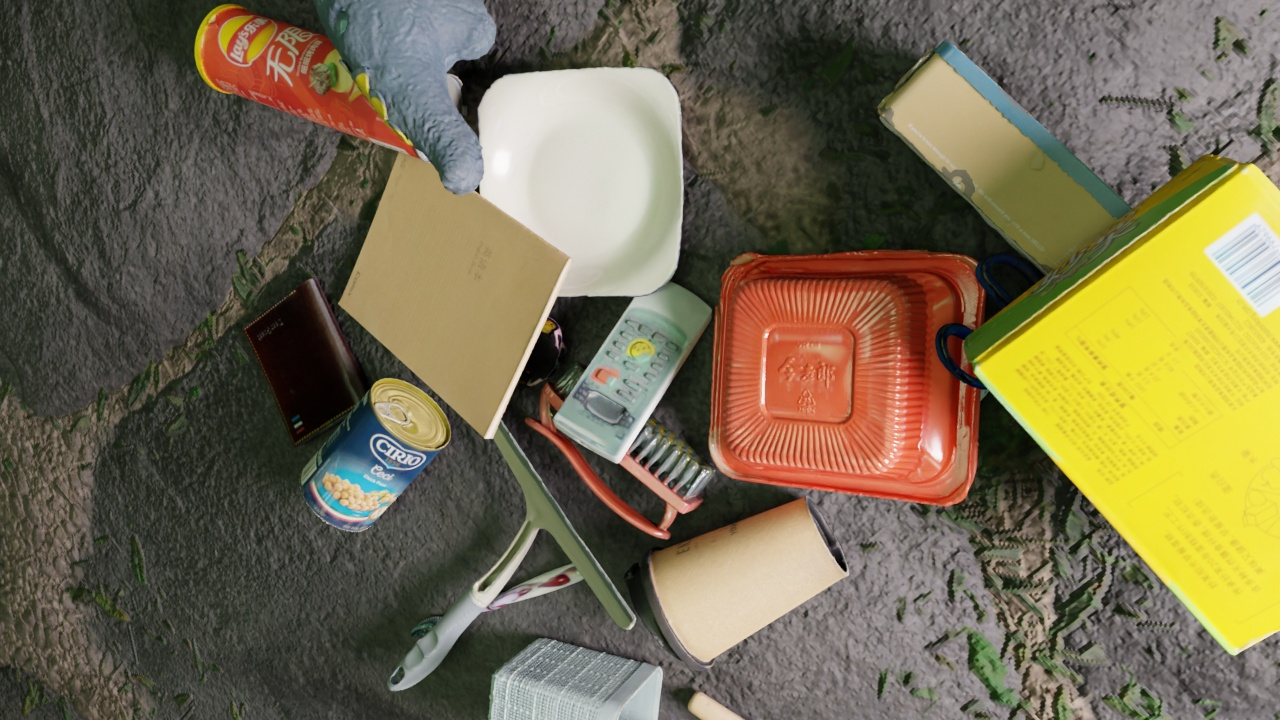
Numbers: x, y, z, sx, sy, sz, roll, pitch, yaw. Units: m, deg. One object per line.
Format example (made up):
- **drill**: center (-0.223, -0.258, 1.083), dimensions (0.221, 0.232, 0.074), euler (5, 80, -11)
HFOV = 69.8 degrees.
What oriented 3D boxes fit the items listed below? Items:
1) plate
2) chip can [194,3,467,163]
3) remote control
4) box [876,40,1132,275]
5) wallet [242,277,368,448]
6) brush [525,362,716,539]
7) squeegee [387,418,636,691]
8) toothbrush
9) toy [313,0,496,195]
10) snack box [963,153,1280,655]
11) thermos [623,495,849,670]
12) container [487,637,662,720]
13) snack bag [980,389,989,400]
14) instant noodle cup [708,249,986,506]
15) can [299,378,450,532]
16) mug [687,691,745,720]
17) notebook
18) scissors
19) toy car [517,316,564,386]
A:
- **plate**: center (-0.042, -0.129, 0.679), dimensions (0.164, 0.034, 0.164), euler (4, 98, 21)
- **chip can**: center (-0.246, -0.219, 0.724), dimensions (0.217, 0.073, 0.073), euler (22, 104, 17)
- **remote control**: center (-0.004, 0.004, 0.654), dimensions (0.056, 0.019, 0.135), euler (30, 75, 13)
- **box**: center (0.227, -0.107, 0.550), dimensions (0.184, 0.089, 0.059), euler (44, 109, 8)
- **wallet**: center (-0.292, 0.003, 0.802), dimensions (0.096, 0.020, 0.122), euler (-28, 85, 22)
- **brush**: center (-0.019, 0.065, 0.680), dimensions (0.146, 0.063, 0.069), euler (38, 95, 14)
- **squeegee**: center (-0.130, 0.185, 0.738), dimensions (0.247, 0.039, 0.246), euler (-52, 57, 20)
- **toothbrush**: center (-0.118, 0.200, 0.761), dimensions (0.188, 0.017, 0.016), euler (-25, 84, 23)
- **toy**: center (-0.159, -0.281, 0.645), dimensions (0.138, 0.091, 0.356), euler (-1, 76, 12)
- **snack box**: center (0.298, 0.023, 0.475), dimensions (0.158, 0.069, 0.210), euler (-42, 92, 22)
- **thermos**: center (0.069, 0.154, 0.649), dimensions (0.143, 0.093, 0.093), euler (-31, 86, 14)
- **container**: center (-0.054, 0.276, 0.709), dimensions (0.111, 0.089, 0.090), euler (10, 100, 22)
- **snack bag**: center (0.202, 0.027, 0.609), dimensions (0.045, 0.026, 0.105), euler (44, 111, 9)
- **instant noodle cup**: center (0.121, 0.008, 0.600), dimensions (0.189, 0.079, 0.164), euler (2, 91, 32)
- **can**: center (-0.219, 0.079, 0.752), dimensions (0.075, 0.075, 0.111), euler (48, 111, 9)
- **mug**: center (0.054, 0.328, 0.686), dimensions (0.103, 0.084, 0.124), euler (29, 82, 17)
- **notebook**: center (-0.151, -0.059, 0.707), dimensions (0.211, 0.012, 0.150), euler (37, 109, 32)
- **scissors**: center (0.249, 0.013, 0.557), dimensions (0.146, 0.012, 0.169), euler (-22, 88, -16)
- **toy car**: center (-0.110, -0.028, 0.716), dimensions (0.122, 0.037, 0.056), euler (34, 110, 17)
